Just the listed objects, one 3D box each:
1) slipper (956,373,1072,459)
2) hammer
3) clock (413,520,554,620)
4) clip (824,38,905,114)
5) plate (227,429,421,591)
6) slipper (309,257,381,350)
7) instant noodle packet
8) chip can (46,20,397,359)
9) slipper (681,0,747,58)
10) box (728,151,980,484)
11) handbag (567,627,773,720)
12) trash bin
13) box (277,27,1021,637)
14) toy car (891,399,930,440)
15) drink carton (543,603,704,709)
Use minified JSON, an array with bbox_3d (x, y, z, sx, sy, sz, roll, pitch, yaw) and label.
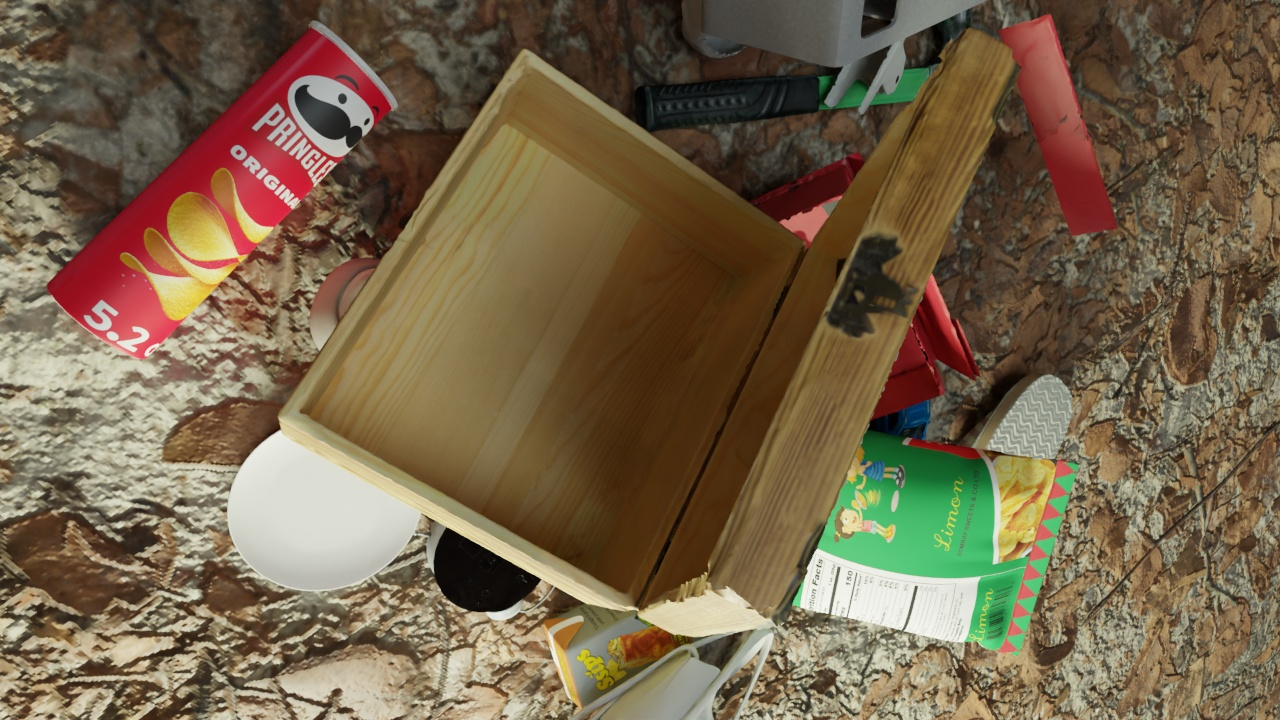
[{"bbox_3d":[0.351,0.126,0.941,0.115,0.052,0.262,41,80,-32],"label":"slipper"},{"bbox_3d":[0.143,-0.217,0.748,0.318,0.032,0.130,-12,110,-23],"label":"hammer"},{"bbox_3d":[-0.112,0.154,0.723,0.094,0.035,0.122,-44,120,-9],"label":"clock"},{"bbox_3d":[0.192,-0.238,0.731,0.052,0.058,0.102,28,92,-5],"label":"clip"},{"bbox_3d":[-0.226,0.102,0.664,0.134,0.011,0.135,-8,108,-25],"label":"plate"},{"bbox_3d":[-0.103,0.019,0.652,0.266,0.081,0.112,40,64,-27],"label":"slipper"},{"bbox_3d":[0.207,0.144,0.770,0.253,0.090,0.196,10,117,13],"label":"instant noodle packet"},{"bbox_3d":[-0.250,-0.103,0.559,0.220,0.069,0.069,-48,119,-7],"label":"chip can"},{"bbox_3d":[0.078,-0.343,0.652,0.112,0.074,0.247,0,113,-36],"label":"slipper"},{"bbox_3d":[0.155,-0.022,0.709,0.165,0.152,0.214,-20,122,23],"label":"box"},{"bbox_3d":[0.033,0.315,0.812,0.222,0.095,0.216,-39,145,-19],"label":"handbag"},{"bbox_3d":[0.157,-0.299,0.629,0.228,0.114,0.115,-33,138,-36],"label":"trash bin"},{"bbox_3d":[0.011,-0.021,0.493,0.286,0.335,0.278,32,69,-13],"label":"box"},{"bbox_3d":[0.246,0.043,0.867,0.056,0.043,0.120,-14,111,-23],"label":"toy car"},{"bbox_3d":[-0.014,0.235,0.788,0.124,0.048,0.076,-22,113,-20],"label":"drink carton"}]
